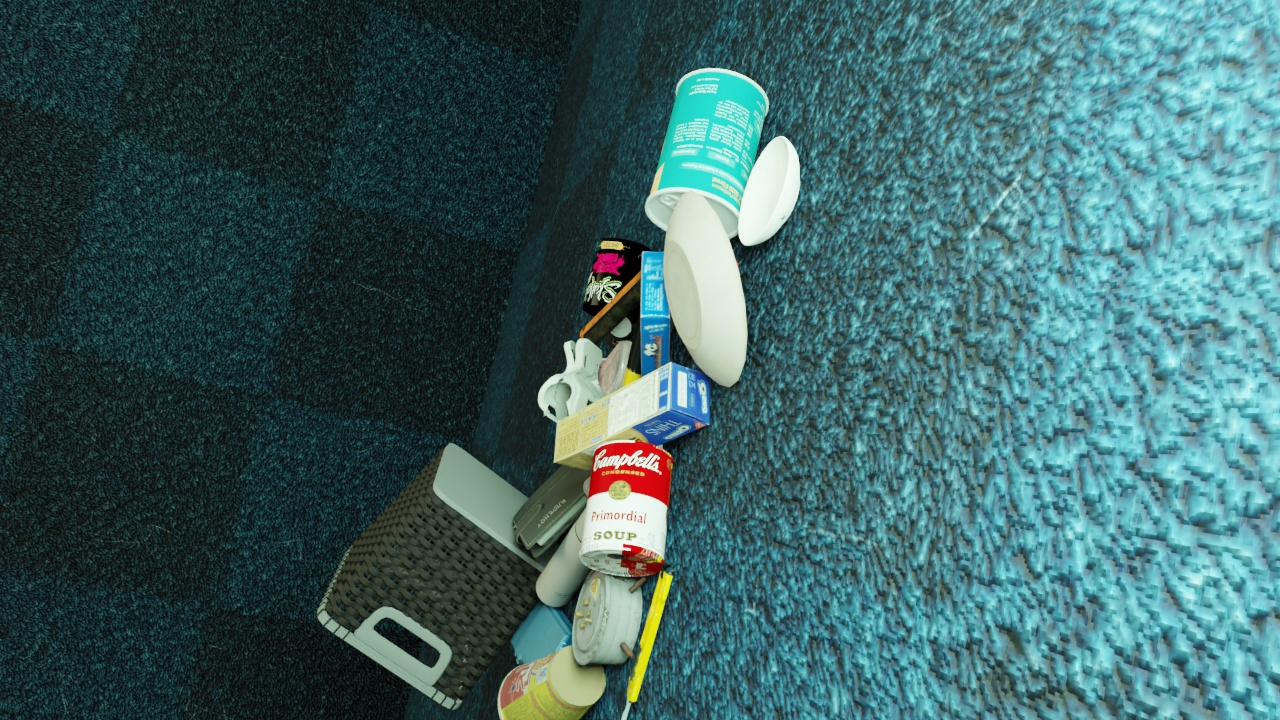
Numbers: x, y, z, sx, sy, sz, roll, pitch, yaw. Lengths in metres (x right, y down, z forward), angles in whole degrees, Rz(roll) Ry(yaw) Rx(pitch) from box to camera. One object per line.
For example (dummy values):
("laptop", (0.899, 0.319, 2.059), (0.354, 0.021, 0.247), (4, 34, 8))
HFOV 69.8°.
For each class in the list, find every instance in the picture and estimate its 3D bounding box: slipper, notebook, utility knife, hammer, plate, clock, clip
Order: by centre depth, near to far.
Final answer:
("plate", (0.124, -0.154, 0.852), (0.104, 0.026, 0.104), (-165, 91, -76))
("plate", (0.052, -0.065, 0.872), (0.189, 0.027, 0.188), (166, 91, -77))
("utility knife", (0.001, 0.299, 0.901), (0.030, 0.019, 0.217), (-118, 41, -82))
("clock", (-0.043, 0.279, 0.995), (0.148, 0.056, 0.103), (139, 143, -62))
("hammer", (0.009, -0.108, 1.124), (0.315, 0.035, 0.137), (-40, 34, 50))
("hammer", (-0.007, 0.007, 1.135), (0.127, 0.029, 0.322), (135, 151, -62))
("clip", (-0.087, 0.049, 1.195), (0.126, 0.099, 0.152), (44, -157, -58))
("notebook", (-0.105, 0.183, 1.238), (0.169, 0.029, 0.209), (-44, 8, -9))
("slipper", (-0.070, 0.040, 1.321), (0.240, 0.064, 0.094), (129, 152, -55))

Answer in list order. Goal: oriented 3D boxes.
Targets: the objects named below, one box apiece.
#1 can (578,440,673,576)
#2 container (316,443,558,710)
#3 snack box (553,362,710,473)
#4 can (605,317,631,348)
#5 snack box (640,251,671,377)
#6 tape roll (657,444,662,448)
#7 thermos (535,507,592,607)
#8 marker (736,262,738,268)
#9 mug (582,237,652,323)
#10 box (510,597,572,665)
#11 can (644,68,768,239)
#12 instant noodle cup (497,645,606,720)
("can", (-0.013, 0.153, 0.945), (0.087, 0.086, 0.116), (127, 154, -56))
("container", (-0.284, 0.306, 1.367), (0.244, 0.247, 0.245), (-50, 13, 6))
("snack box", (-0.011, 0.065, 0.972), (0.207, 0.057, 0.056), (-28, 49, 46))
("can", (-0.031, -0.039, 1.288), (0.080, 0.031, 0.031), (120, 162, -78))
("snack box", (0.017, -0.042, 1.025), (0.151, 0.034, 0.087), (89, -178, -58))
("tape roll", (0.001, 0.123, 1.060), (0.094, 0.018, 0.094), (-166, 91, -76))
("thermos", (-0.079, 0.247, 1.167), (0.225, 0.052, 0.052), (121, 158, -48))
("marker", (0.068, -0.073, 0.996), (0.145, 0.021, 0.023), (138, 122, -65))
("mug", (-0.018, -0.110, 1.267), (0.118, 0.081, 0.098), (0, 74, 47))
("box", (-0.120, 0.385, 1.235), (0.093, 0.054, 0.232), (-60, 13, -9))
("can", (0.069, -0.210, 0.946), (0.099, 0.099, 0.143), (142, 144, -67))
("instant noodle cup", (-0.095, 0.372, 1.038), (0.113, 0.100, 0.100), (-51, 27, 42))
